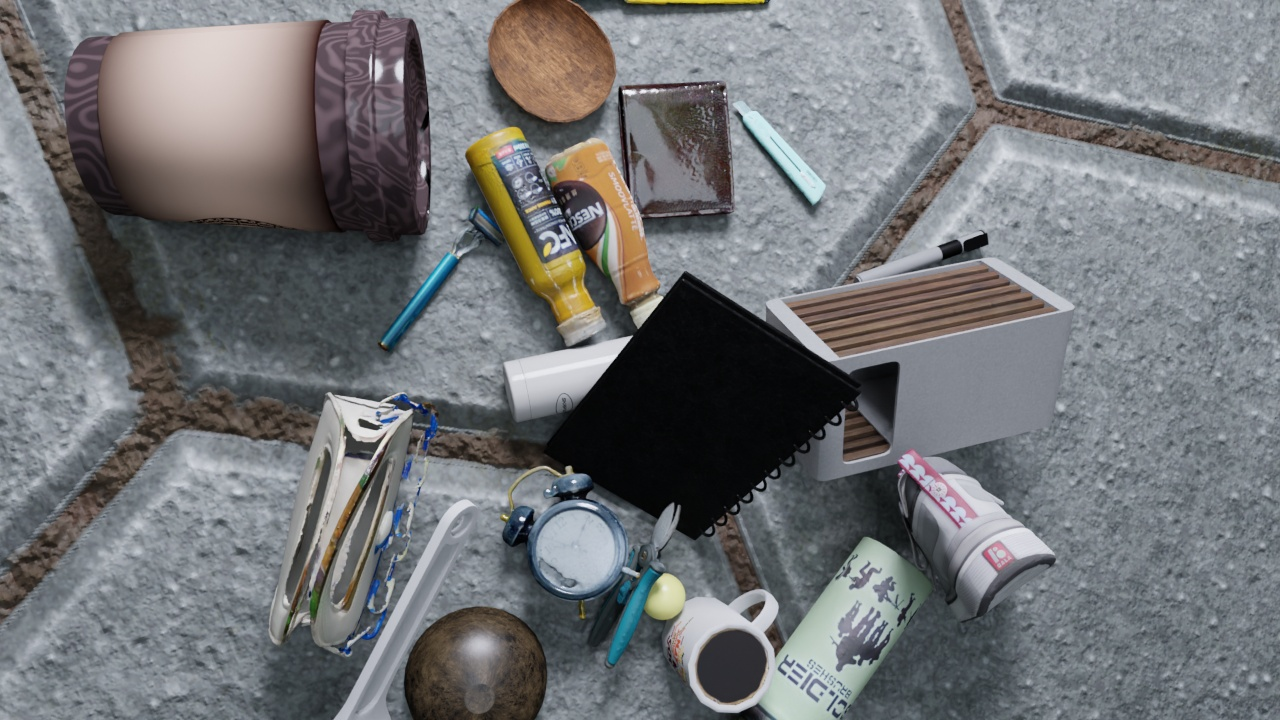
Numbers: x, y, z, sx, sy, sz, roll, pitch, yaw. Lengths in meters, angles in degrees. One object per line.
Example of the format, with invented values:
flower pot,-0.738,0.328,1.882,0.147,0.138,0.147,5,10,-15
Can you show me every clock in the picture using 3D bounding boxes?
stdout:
clock,-0.062,0.149,0.780,0.090,0.052,0.129,-37,81,-7

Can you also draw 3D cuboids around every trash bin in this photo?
trash bin,0.234,0.003,0.797,0.228,0.114,0.115,-12,121,-12

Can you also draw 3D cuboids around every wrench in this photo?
wrench,-0.189,0.228,0.717,0.018,0.086,0.273,31,97,24

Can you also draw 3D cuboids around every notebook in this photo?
notebook,0.045,0.051,0.743,0.169,0.232,0.019,31,40,-10

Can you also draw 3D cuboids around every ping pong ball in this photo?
ping pong ball,0.019,0.207,0.806,0.040,0.040,0.040,0,89,-12

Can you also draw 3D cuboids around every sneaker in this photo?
sneaker,0.272,0.146,0.783,0.097,0.263,0.128,-38,66,7

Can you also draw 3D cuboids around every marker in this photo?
marker,0.269,-0.096,0.879,0.140,0.016,0.016,-20,93,-12

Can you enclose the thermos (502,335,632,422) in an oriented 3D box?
thermos,-0.005,0.005,0.798,0.224,0.052,0.052,-12,91,-12

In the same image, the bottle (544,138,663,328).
bottle,-0.023,-0.106,0.793,0.059,0.059,0.167,-27,95,-12

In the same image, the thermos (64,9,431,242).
thermos,-0.282,-0.174,0.690,0.226,0.173,0.172,-1,89,-6

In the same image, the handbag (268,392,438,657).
handbag,-0.212,0.119,0.678,0.093,0.200,0.200,15,88,-16

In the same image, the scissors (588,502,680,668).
scissors,-0.006,0.194,0.794,0.019,0.149,0.131,25,49,-30

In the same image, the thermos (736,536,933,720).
thermos,0.161,0.270,0.819,0.082,0.082,0.231,40,82,-9

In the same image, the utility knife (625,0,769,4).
utility knife,0.024,-0.338,0.829,0.206,0.018,0.030,-5,84,-18

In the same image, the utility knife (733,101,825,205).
utility knife,0.128,-0.195,0.852,0.022,0.015,0.119,-43,94,-9

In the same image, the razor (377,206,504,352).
razor,-0.174,-0.066,0.781,0.144,0.022,0.042,-51,135,-5

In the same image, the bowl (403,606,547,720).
bowl,-0.135,0.272,0.762,0.121,0.056,0.121,0,89,-12

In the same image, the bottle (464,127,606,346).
bottle,-0.086,-0.103,0.782,0.053,0.053,0.186,-27,94,-12

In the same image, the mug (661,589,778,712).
mug,0.076,0.240,0.792,0.073,0.090,0.105,46,80,-8

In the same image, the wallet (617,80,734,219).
wallet,0.032,-0.189,0.825,0.099,0.031,0.120,-6,93,-10

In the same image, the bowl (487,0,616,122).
bowl,-0.078,-0.260,0.801,0.102,0.026,0.114,-44,97,-9
